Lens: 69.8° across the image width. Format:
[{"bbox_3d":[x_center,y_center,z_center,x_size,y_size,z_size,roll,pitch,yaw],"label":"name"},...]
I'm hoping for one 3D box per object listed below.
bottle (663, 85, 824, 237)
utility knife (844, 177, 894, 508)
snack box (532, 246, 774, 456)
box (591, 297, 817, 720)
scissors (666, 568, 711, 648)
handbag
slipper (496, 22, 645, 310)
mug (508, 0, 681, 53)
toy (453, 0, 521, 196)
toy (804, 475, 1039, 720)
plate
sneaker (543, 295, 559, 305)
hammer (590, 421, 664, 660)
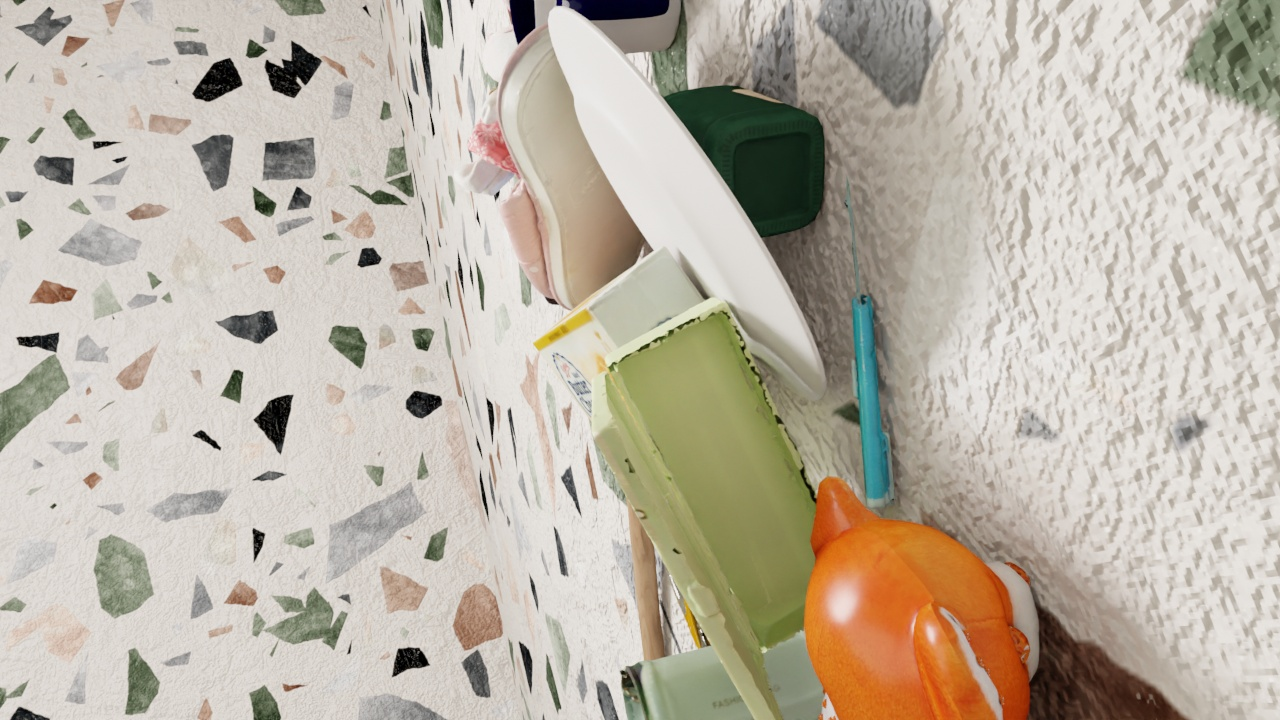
[{"bbox_3d":[0.042,-0.115,0.500,0.131,0.061,0.061,-129,30,-58],"label":"bottle"},{"bbox_3d":[0.107,-0.007,0.437,0.022,0.015,0.162,-42,-54,-79],"label":"utility knife"},{"bbox_3d":[-0.003,0.003,0.577,0.104,0.057,0.208,53,166,-6],"label":"snack box"},{"bbox_3d":[0.037,0.076,0.450,0.066,0.127,0.188,-12,117,39],"label":"box"},{"bbox_3d":[0.054,0.209,0.686,0.230,0.016,0.225,106,150,-62],"label":"scissors"},{"bbox_3d":[0.058,0.218,0.538,0.067,0.121,0.106,124,134,-67],"label":"handbag"},{"bbox_3d":[-0.051,-0.126,0.646,0.054,0.114,0.275,35,160,22],"label":"slipper"},{"bbox_3d":[-0.027,-0.235,0.594,0.112,0.096,0.079,-127,31,-56],"label":"mug"},{"bbox_3d":[-0.096,-0.228,0.755,0.159,0.084,0.194,-35,-34,-73],"label":"toy"},{"bbox_3d":[0.117,0.135,0.375,0.163,0.093,0.173,-124,16,-59],"label":"toy"},{"bbox_3d":[0.017,-0.074,0.488,0.242,0.016,0.242,55,178,2],"label":"plate"},{"bbox_3d":[-0.068,-0.139,0.818,0.242,0.083,0.098,117,139,-68],"label":"sneaker"},{"bbox_3d":[0.002,0.170,0.840,0.098,0.052,0.329,-128,29,-58],"label":"hammer"}]
